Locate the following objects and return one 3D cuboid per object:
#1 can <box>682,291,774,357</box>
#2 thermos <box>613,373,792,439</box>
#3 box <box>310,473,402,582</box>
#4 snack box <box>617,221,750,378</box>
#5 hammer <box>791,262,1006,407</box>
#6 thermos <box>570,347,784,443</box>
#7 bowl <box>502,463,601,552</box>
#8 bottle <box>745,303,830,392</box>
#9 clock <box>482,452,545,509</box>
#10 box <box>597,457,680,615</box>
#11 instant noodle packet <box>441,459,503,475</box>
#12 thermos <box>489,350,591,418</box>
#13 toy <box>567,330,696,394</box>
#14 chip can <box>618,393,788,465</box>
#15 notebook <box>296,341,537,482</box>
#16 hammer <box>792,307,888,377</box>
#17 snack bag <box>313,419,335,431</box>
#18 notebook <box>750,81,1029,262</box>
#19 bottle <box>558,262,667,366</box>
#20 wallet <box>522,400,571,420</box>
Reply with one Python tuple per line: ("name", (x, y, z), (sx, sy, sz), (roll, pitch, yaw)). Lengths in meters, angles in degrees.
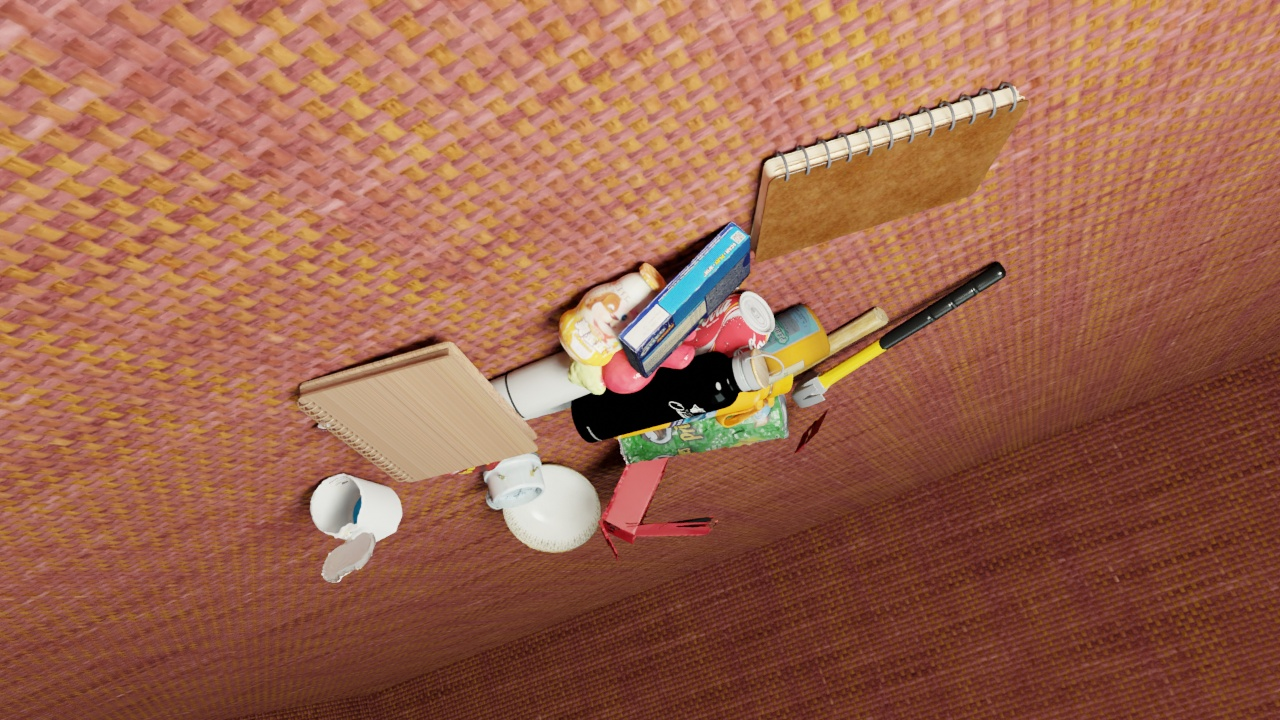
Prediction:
("can", (0.090, -0.026, 0.993), (0.064, 0.064, 0.105), (2, 152, -43))
("thermos", (0.069, 0.039, 1.123), (0.232, 0.076, 0.092), (-12, 144, -18))
("box", (-0.342, 0.208, 1.116), (0.083, 0.143, 0.137), (-24, 157, 7))
("snack box", (0.044, -0.054, 0.846), (0.150, 0.027, 0.082), (-46, 161, -10))
("hammer", (0.331, -0.029, 1.206), (0.325, 0.029, 0.126), (-36, 180, 30))
("thermos", (0.040, 0.032, 0.969), (0.232, 0.061, 0.061), (-17, 162, 24))
("bowl", (-0.129, 0.208, 1.369), (0.145, 0.145, 0.063), (-22, -163, 9))
("bottle", (0.135, -0.002, 1.061), (0.157, 0.067, 0.068), (-27, 160, -1))
("clock", (-0.176, 0.172, 1.283), (0.083, 0.057, 0.118), (-12, 152, -18))
("box", (-0.010, 0.378, 1.326), (0.141, 0.510, 0.215), (7, 164, 1))
("instant noodle packet", (-0.214, 0.106, 1.114), (0.135, 0.039, 0.099), (1, 145, -41))
("thermos", (-0.070, 0.013, 0.973), (0.224, 0.052, 0.052), (-22, 160, 8))
("toy", (-0.010, -0.010, 0.909), (0.135, 0.091, 0.045), (-13, 152, 11))
("chip can", (0.084, 0.086, 1.214), (0.223, 0.075, 0.075), (-10, 161, 9))
("notebook", (-0.220, 0.061, 0.925), (0.169, 0.022, 0.210), (-14, 148, 11))
("hammer", (0.189, 0.018, 1.249), (0.331, 0.033, 0.132), (-34, 154, 35))
("snack bag", (-0.271, 0.039, 0.923), (0.057, 0.013, 0.158), (4, 150, -44))
("notebook", (0.210, -0.162, 0.806), (0.225, 0.024, 0.167), (-18, 161, -4))
("bottle", (-0.024, -0.044, 0.855), (0.109, 0.063, 0.063), (-40, 154, 18))
("wallet", (-0.118, 0.050, 1.060), (0.116, 0.032, 0.086), (-17, 162, -6))
